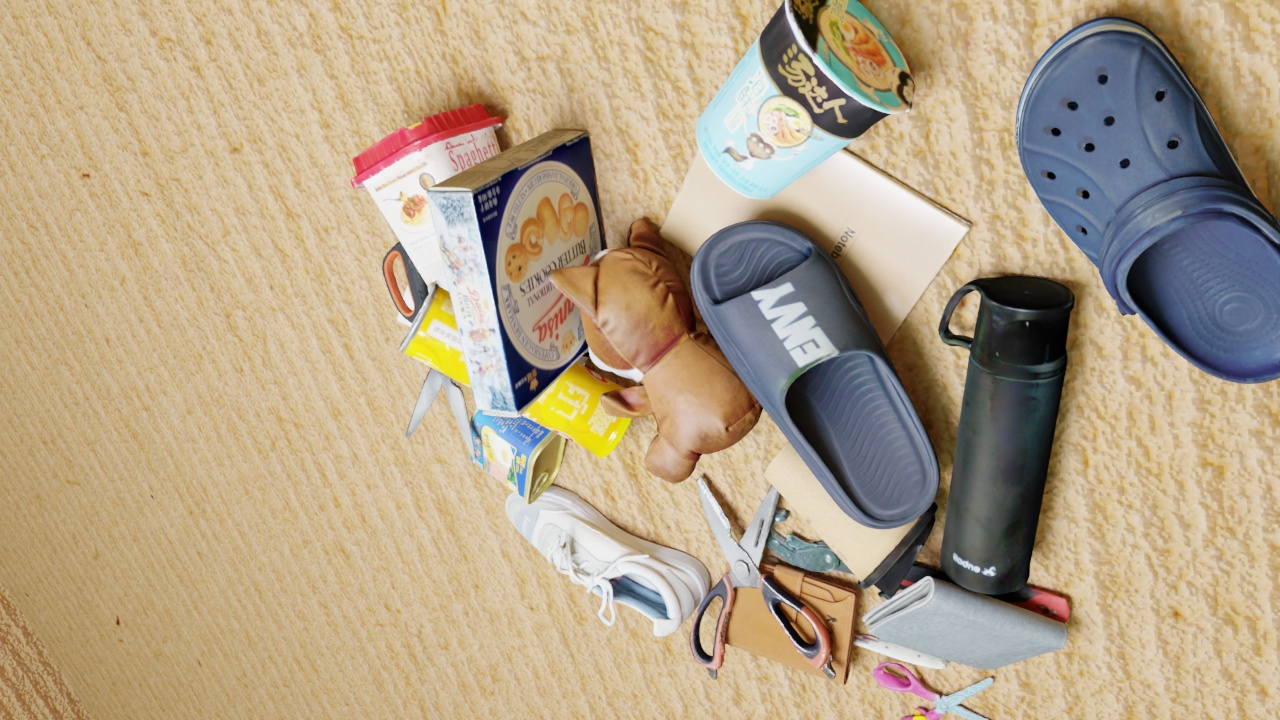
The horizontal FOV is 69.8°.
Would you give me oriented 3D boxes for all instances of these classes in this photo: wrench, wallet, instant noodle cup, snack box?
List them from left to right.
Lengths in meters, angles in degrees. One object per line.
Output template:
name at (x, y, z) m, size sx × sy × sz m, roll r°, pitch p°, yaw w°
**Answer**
instant noodle cup at (-0.167, -0.142, 0.798) m, size 0.117 × 0.116 × 0.124 m, roll -16°, pitch 104°, yaw 38°
snack box at (-0.087, -0.076, 0.744) m, size 0.046 × 0.177 × 0.183 m, roll 4°, pitch 118°, yaw 25°
wallet at (0.141, 0.246, 0.884) m, size 0.132 × 0.031 × 0.108 m, roll 13°, pitch 113°, yaw 26°
instant noodle cup at (0.103, -0.172, 0.620) m, size 0.111 × 0.111 × 0.121 m, roll 48°, pitch 134°, yaw -1°
wrench at (0.232, 0.186, 0.814) m, size 0.274 × 0.016 × 0.056 m, roll 12°, pitch 123°, yaw 27°
wallet at (0.267, 0.220, 0.768) m, size 0.129 × 0.036 × 0.107 m, roll 20°, pitch 144°, yaw -12°

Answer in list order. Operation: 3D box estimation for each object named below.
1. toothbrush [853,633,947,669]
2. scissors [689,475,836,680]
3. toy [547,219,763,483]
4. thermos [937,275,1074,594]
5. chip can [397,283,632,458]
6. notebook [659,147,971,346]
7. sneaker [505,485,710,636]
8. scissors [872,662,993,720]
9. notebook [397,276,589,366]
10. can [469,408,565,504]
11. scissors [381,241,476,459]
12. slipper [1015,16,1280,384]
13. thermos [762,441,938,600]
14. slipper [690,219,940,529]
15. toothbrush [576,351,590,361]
toothbrush at (0.199, 0.270, 0.885) m, size 0.188 × 0.016 × 0.017 m, roll 7°, pitch 129°, yaw 29°
scissors at (0.099, 0.215, 0.874) m, size 0.189 × 0.015 × 0.223 m, roll -39°, pitch 78°, yaw 33°
toy at (0.012, -0.010, 0.753) m, size 0.131 × 0.139 × 0.199 m, roll -25°, pitch 101°, yaw 43°
thermos at (0.263, 0.056, 0.689) m, size 0.090 × 0.068 × 0.243 m, roll 24°, pitch 128°, yaw 43°
chip can at (-0.109, 0.012, 0.839) m, size 0.213 × 0.071 × 0.072 m, roll 29°, pitch 133°, yaw -15°
notebook at (0.125, -0.101, 0.713) m, size 0.208 × 0.008 × 0.148 m, roll 35°, pitch 130°, yaw 10°
sneaker at (-0.052, 0.213, 0.960) m, size 0.242 × 0.090 × 0.090 m, roll 22°, pitch 126°, yaw 20°
scissors at (0.278, 0.321, 0.865) m, size 0.135 × 0.017 × 0.134 m, roll 39°, pitch 129°, yaw 0°
notebook at (-0.146, -0.040, 0.918) m, size 0.209 × 0.012 × 0.151 m, roll 34°, pitch 129°, yaw 9°
can at (-0.129, 0.088, 0.948) m, size 0.083 × 0.057 × 0.102 m, roll 33°, pitch 142°, yaw 15°
scissors at (-0.191, -0.022, 0.906) m, size 0.221 × 0.021 × 0.232 m, roll -39°, pitch 81°, yaw 28°
slipper at (0.313, -0.081, 0.554) m, size 0.105 × 0.095 × 0.253 m, roll -33°, pitch 100°, yaw 38°
thermos at (0.175, 0.121, 0.767) m, size 0.143 × 0.092 × 0.093 m, roll 40°, pitch 131°, yaw 15°
slipper at (0.141, 0.010, 0.676) m, size 0.110 × 0.083 × 0.268 m, roll -34°, pitch 94°, yaw -2°
toothbrush at (-0.005, 0.005, 0.850) m, size 0.189 × 0.014 × 0.018 m, roll 8°, pitch 130°, yaw 24°
